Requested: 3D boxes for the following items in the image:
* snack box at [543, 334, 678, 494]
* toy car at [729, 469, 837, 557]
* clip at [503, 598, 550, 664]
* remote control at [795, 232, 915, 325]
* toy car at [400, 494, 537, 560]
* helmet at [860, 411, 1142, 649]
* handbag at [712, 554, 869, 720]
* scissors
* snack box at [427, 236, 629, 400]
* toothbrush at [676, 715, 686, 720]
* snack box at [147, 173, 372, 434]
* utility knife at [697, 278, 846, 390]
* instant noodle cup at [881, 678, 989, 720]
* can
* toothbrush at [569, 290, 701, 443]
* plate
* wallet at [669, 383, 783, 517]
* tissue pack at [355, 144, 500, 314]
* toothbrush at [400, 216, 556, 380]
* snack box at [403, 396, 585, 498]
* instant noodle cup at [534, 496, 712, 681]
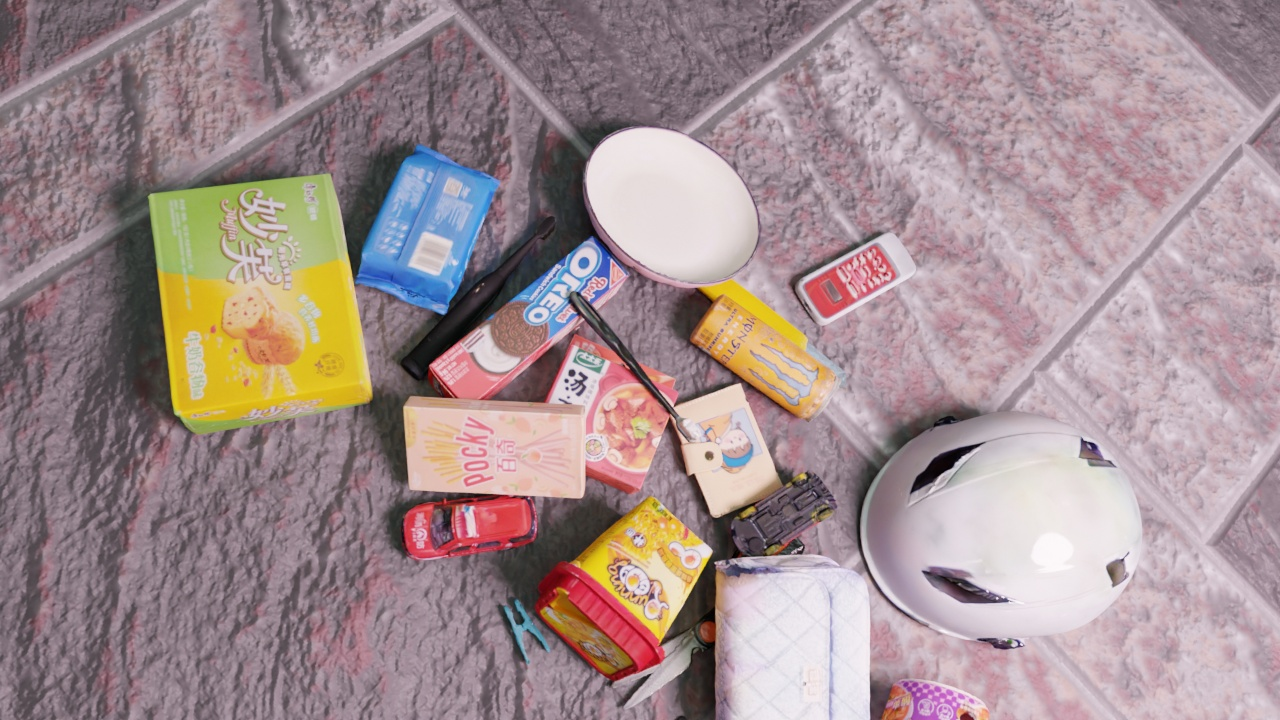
[{"bbox_3d":[-0.032,0.045,0.867,0.113,0.044,0.127,24,70,-4],"label":"snack box"},{"bbox_3d":[0.132,0.147,0.861,0.106,0.031,0.049,-30,72,-16],"label":"toy car"},{"bbox_3d":[-0.102,0.238,0.812,0.040,0.014,0.056,-26,82,-18],"label":"clip"},{"bbox_3d":[0.229,-0.088,0.974,0.135,0.020,0.056,-28,80,-18],"label":"remote control"},{"bbox_3d":[-0.151,0.146,0.814,0.120,0.045,0.053,-7,74,-11],"label":"toy car"},{"bbox_3d":[0.354,0.152,0.861,0.258,0.146,0.228,-2,74,-12],"label":"helmet"},{"bbox_3d":[0.130,0.268,0.796,0.134,0.076,0.194,-1,88,-11],"label":"handbag"},{"bbox_3d":[0.066,0.231,0.849,0.233,0.022,0.162,-7,69,-8],"label":"scissors"},{"bbox_3d":[-0.105,-0.032,0.869,0.207,0.058,0.057,-41,88,-20],"label":"snack box"},{"bbox_3d":[-0.011,0.389,0.784,0.014,0.017,0.188,35,68,1],"label":"toothbrush"},{"bbox_3d":[-0.337,-0.053,0.820,0.157,0.070,0.210,-10,76,-14],"label":"snack box"},{"bbox_3d":[0.129,-0.036,0.939,0.207,0.015,0.033,38,69,4],"label":"utility knife"},{"bbox_3d":[0.257,0.343,0.809,0.111,0.112,0.099,24,63,-4],"label":"instant noodle cup"},{"bbox_3d":[0.122,-0.002,0.906,0.146,0.058,0.058,35,70,0],"label":"can"},{"bbox_3d":[-0.005,0.005,0.848,0.015,0.018,0.181,-40,89,-18],"label":"toothbrush"},{"bbox_3d":[0.028,-0.149,0.924,0.192,0.039,0.192,11,58,-19],"label":"plate"},{"bbox_3d":[0.081,0.087,0.890,0.087,0.024,0.115,-17,79,-21],"label":"wallet"},{"bbox_3d":[-0.203,-0.126,0.880,0.095,0.052,0.157,20,71,-7],"label":"tissue pack"},{"bbox_3d":[-0.150,-0.065,0.887,0.026,0.027,0.212,34,68,16],"label":"toothbrush"},{"bbox_3d":[-0.127,0.077,0.807,0.157,0.026,0.084,2,114,1],"label":"snack box"},{"bbox_3d":[-0.010,0.194,0.798,0.116,0.116,0.123,42,58,4],"label":"instant noodle cup"}]
